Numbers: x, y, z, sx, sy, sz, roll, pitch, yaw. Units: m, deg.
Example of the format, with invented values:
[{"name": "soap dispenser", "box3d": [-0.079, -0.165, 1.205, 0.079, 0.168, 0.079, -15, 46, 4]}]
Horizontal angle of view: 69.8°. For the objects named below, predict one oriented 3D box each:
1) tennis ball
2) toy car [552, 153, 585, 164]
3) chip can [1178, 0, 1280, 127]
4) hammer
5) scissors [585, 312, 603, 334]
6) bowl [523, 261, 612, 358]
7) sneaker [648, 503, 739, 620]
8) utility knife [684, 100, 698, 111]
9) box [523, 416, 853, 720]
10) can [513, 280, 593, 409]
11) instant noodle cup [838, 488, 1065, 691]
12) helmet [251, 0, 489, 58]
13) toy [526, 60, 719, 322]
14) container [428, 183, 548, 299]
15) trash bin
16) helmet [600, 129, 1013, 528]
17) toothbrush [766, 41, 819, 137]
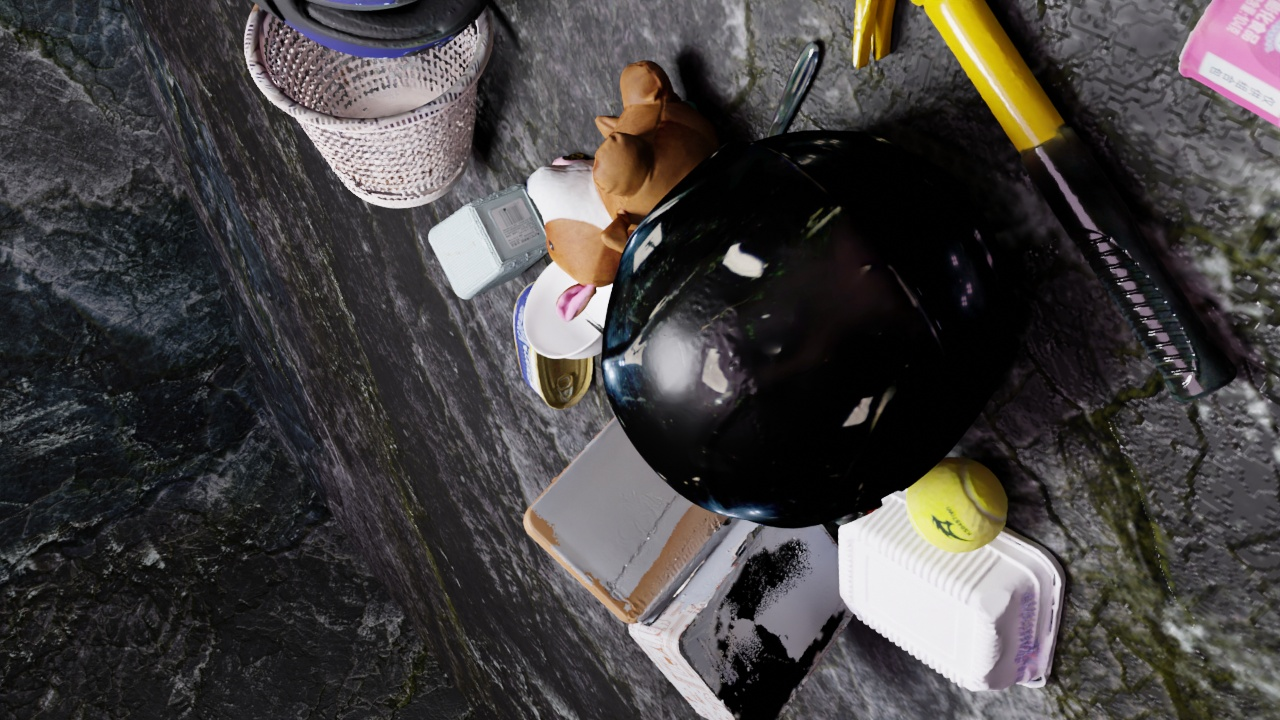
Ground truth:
[{"name": "tennis ball", "box3d": [0.215, 0.098, 0.625, 0.065, 0.065, 0.066, 38, 144, 35]}, {"name": "toy car", "box3d": [-0.044, -0.155, 0.848, 0.122, 0.037, 0.056, 28, 139, 43]}, {"name": "chip can", "box3d": [0.306, -0.080, 0.322, 0.210, 0.071, 0.072, 46, 148, 26]}, {"name": "hammer", "box3d": [0.212, -0.114, 0.481, 0.300, 0.032, 0.129, 59, 151, 5]}, {"name": "scissors", "box3d": [-0.009, -0.002, 0.854, 0.168, 0.014, 0.156, 48, -174, -8]}, {"name": "bowl", "box3d": [-0.050, -0.046, 0.909, 0.118, 0.118, 0.064, 32, 179, 42]}, {"name": "sneaker", "box3d": [0.026, 0.203, 0.936, 0.090, 0.090, 0.242, -13, 123, 48]}, {"name": "utility knife", "box3d": [0.027, -0.150, 0.764, 0.029, 0.012, 0.152, 44, 145, 23]}, {"name": "box", "box3d": [0.048, 0.163, 0.777, 0.260, 0.178, 0.105, 53, 153, -16]}, {"name": "can", "box3d": [-0.096, -0.017, 1.012, 0.049, 0.074, 0.148, 38, 144, 41]}, {"name": "instant noodle cup", "box3d": [0.219, 0.171, 0.691, 0.173, 0.060, 0.138, 27, 136, 44]}, {"name": "helmet", "box3d": [-0.221, -0.366, 0.742, 0.315, 0.247, 0.241, 44, 168, 17]}, {"name": "toy", "box3d": [-0.026, -0.128, 0.728, 0.130, 0.139, 0.200, 23, 148, -8]}, {"name": "container", "box3d": [-0.160, -0.131, 1.002, 0.112, 0.090, 0.090, -17, 101, 58]}, {"name": "trash bin", "box3d": [-0.257, -0.267, 0.934, 0.227, 0.227, 0.192, 51, 162, 18]}, {"name": "helmet", "box3d": [0.086, -0.014, 0.568, 0.275, 0.229, 0.233, -46, 70, 20]}, {"name": "toothbrush", "box3d": [0.090, -0.153, 0.659, 0.015, 0.018, 0.182, 53, 149, 20]}]
